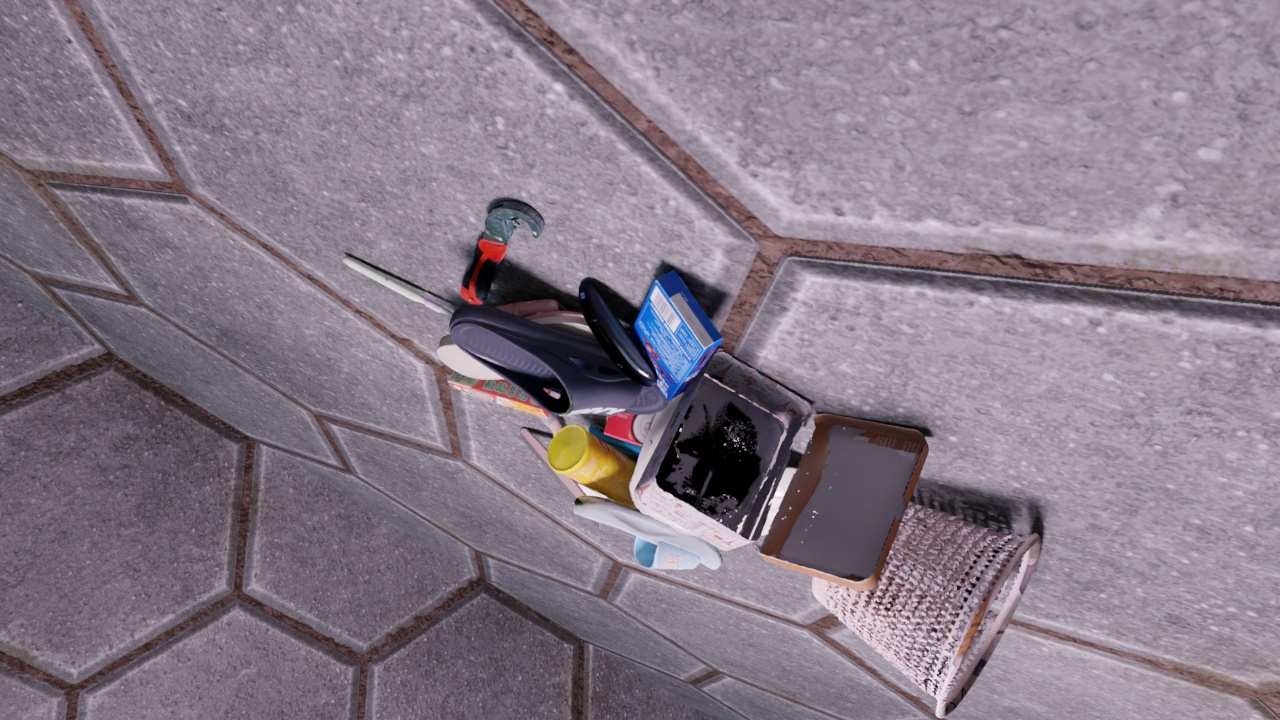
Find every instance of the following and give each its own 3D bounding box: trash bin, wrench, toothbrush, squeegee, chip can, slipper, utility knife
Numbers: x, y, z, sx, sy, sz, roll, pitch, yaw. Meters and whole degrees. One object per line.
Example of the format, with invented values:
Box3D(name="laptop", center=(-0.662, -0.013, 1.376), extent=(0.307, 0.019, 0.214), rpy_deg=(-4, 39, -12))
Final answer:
Box3D(name="trash bin", center=(0.314, 0.255, 1.049), extent=(0.192, 0.227, 0.227), rpy_deg=(28, 159, 32))
Box3D(name="wrench", center=(-0.166, -0.113, 1.024), extent=(0.056, 0.016, 0.274), rpy_deg=(33, 155, -11))
Box3D(name="toothbrush", center=(-0.309, -0.095, 1.205), extent=(0.189, 0.020, 0.029), rpy_deg=(26, -172, 8))
Box3D(name="squeegee", center=(-0.139, 0.095, 1.361), extent=(0.247, 0.040, 0.250), rpy_deg=(43, 157, 40))
Box3D(name="chip can", center=(-0.042, 0.164, 1.332), extent=(0.072, 0.072, 0.213), rpy_deg=(6, 159, 40))
Box3D(name="slipper", center=(0.011, 0.258, 1.311), extent=(0.245, 0.074, 0.104), rpy_deg=(25, 172, -20))
Box3D(name="slipper", center=(-0.097, 0.023, 1.044), extent=(0.268, 0.083, 0.111), rpy_deg=(22, 150, -13))
Box3D(name="utility knife", center=(0.026, 0.141, 1.327), extent=(0.216, 0.018, 0.034), rpy_deg=(21, 154, 11))
Box3D(name="slipper", center=(-0.141, -0.026, 1.119), extent=(0.275, 0.054, 0.114), rpy_deg=(-10, 142, 39))

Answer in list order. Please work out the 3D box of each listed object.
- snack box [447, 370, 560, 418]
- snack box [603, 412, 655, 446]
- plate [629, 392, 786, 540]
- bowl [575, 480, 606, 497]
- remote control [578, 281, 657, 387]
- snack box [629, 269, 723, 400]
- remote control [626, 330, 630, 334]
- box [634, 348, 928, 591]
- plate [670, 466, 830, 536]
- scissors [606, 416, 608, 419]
Box3D(name="snack box", center=(-0.174, 0.021, 1.222), extent=(0.156, 0.076, 0.027), rpy_deg=(15, 153, 26))
Box3D(name="snack box", center=(0.061, 0.097, 1.133), extent=(0.208, 0.057, 0.058), rpy_deg=(16, 174, 24))
Box3D(name="plate", center=(0.076, 0.122, 1.062), extent=(0.164, 0.164, 0.034), rpy_deg=(19, 179, 16))
Box3D(name="bowl", center=(-0.072, 0.179, 1.442), extent=(0.116, 0.066, 0.117), rpy_deg=(23, 155, 11))
Box3D(name="remote control", center=(-0.030, -0.024, 0.992), extent=(0.136, 0.024, 0.053), rpy_deg=(56, 157, -5))
Box3D(name="snack box", center=(0.032, -0.022, 0.944), extent=(0.084, 0.026, 0.157), rpy_deg=(56, 159, 11))
Box3D(name="remote control", center=(-0.006, 0.006, 1.090), extent=(0.056, 0.019, 0.135), rpy_deg=(27, 156, 2))
Box3D(name="box", center=(0.144, 0.118, 0.964), extent=(0.274, 0.178, 0.125), rpy_deg=(21, 155, 17))
Box3D(name="plate", center=(0.135, 0.193, 1.197), extent=(0.266, 0.034, 0.162), rpy_deg=(-9, 146, 27))
Box3D(name="scissors", center=(-0.042, 0.078, 1.272), extent=(0.206, 0.015, 0.196), rpy_deg=(4, 147, 43))
